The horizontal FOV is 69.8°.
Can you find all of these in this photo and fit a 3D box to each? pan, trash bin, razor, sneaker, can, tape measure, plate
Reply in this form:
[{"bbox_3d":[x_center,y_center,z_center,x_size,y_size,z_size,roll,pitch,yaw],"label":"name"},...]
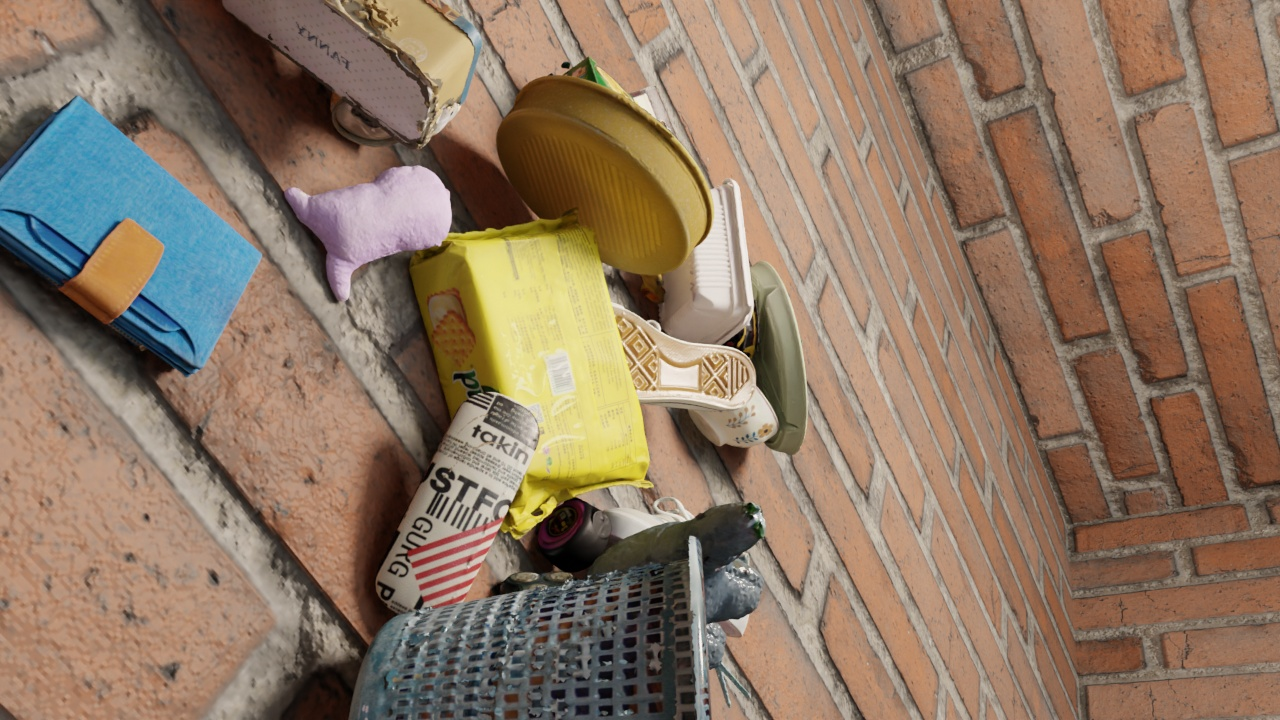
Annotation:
[{"bbox_3d":[-0.016,-0.126,0.849,0.078,0.198,0.358,-56,160,-21],"label":"pan"},{"bbox_3d":[-0.055,0.221,0.537,0.226,0.195,0.226,0,88,-86],"label":"trash bin"},{"bbox_3d":[-0.077,0.240,0.676,0.068,0.062,0.167,85,5,-73],"label":"razor"},{"bbox_3d":[0.043,0.178,0.862,0.242,0.090,0.090,47,55,-44],"label":"sneaker"},{"bbox_3d":[-0.199,-0.238,0.698,0.058,0.058,0.145,31,51,-50],"label":"can"},{"bbox_3d":[-0.053,0.145,0.754,0.057,0.057,0.039,-49,122,-20],"label":"tape measure"},{"bbox_3d":[0.146,-0.001,1.073,0.230,0.027,0.230,171,-89,-83],"label":"plate"},{"bbox_3d":[-0.005,0.005,0.876,0.240,0.088,0.118,13,74,-30],"label":"sneaker"}]

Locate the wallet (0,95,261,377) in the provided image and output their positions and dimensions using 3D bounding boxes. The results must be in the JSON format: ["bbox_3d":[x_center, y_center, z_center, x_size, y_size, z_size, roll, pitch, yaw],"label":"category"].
[{"bbox_3d":[-0.280,-0.067,0.503,0.133,0.040,0.106,48,34,-36],"label":"wallet"}]

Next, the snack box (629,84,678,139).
[{"bbox_3d":[-0.006,-0.239,1.025,0.113,0.053,0.125,66,30,-12],"label":"snack box"}]

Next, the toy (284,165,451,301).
[{"bbox_3d":[-0.182,-0.098,0.648,0.107,0.039,0.084,-26,103,-26],"label":"toy"}]

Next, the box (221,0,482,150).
[{"bbox_3d":[-0.198,-0.228,0.607,0.184,0.090,0.062,39,61,-6],"label":"box"}]

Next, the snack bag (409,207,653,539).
[{"bbox_3d":[-0.079,0.003,0.730,0.157,0.068,0.246,-14,88,-41],"label":"snack bag"}]

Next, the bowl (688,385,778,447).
[{"bbox_3d":[0.093,0.056,1.020,0.062,0.113,0.113,-40,118,-11],"label":"bowl"}]

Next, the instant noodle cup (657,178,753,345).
[{"bbox_3d":[0.060,-0.102,1.011,0.060,0.138,0.173,5,68,-22],"label":"instant noodle cup"}]

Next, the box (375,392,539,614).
[{"bbox_3d":[-0.121,0.098,0.621,0.072,0.060,0.164,32,68,-30],"label":"box"}]

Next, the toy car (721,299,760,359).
[{"bbox_3d":[0.108,-0.024,1.053,0.156,0.041,0.071,103,-15,-72],"label":"toy car"}]

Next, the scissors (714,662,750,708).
[{"bbox_3d":[0.064,0.267,0.843,0.017,0.133,0.133,-24,116,-18],"label":"scissors"}]

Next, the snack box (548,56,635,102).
[{"bbox_3d":[-0.047,-0.222,0.902,0.117,0.118,0.105,31,41,-49],"label":"snack box"}]

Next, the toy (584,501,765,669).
[{"bbox_3d":[0.018,0.201,0.730,0.357,0.138,0.091,101,7,-48],"label":"toy"}]
